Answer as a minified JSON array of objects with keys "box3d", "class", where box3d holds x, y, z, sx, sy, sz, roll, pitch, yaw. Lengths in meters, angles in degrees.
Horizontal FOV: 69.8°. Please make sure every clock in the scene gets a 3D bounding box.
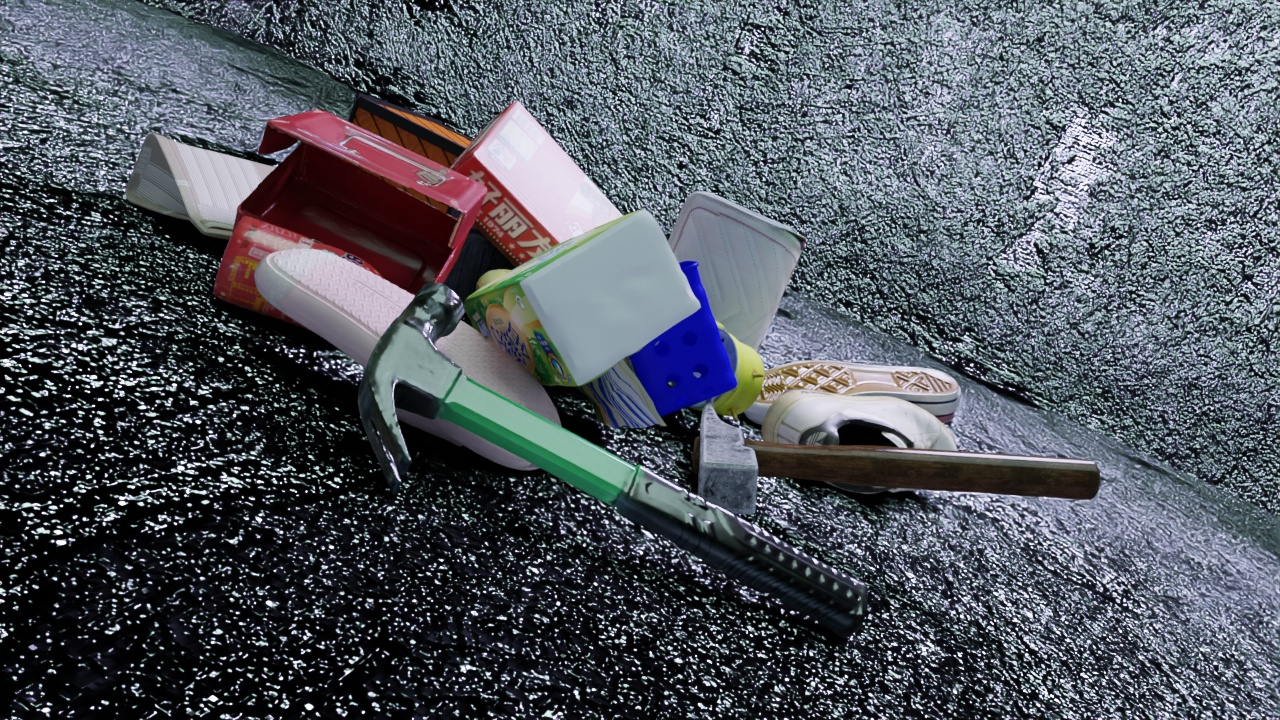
[{"box3d":[0.071,0.007,0.917,0.057,0.083,0.119,20,15,-41],"class":"clock"}]

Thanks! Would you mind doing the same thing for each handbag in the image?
[{"box3d":[0.083,-0.076,1.018,0.142,0.199,0.096,25,11,0],"class":"handbag"},{"box3d":[-0.303,-0.104,0.784,0.198,0.062,0.175,41,19,28],"class":"handbag"}]

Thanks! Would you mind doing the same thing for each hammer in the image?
[{"box3d":[-0.010,0.073,0.524,0.318,0.032,0.130,29,40,-7],"class":"hammer"},{"box3d":[0.192,0.073,0.730,0.300,0.037,0.217,3,13,3],"class":"hammer"}]

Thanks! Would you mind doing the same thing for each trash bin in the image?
[{"box3d":[-0.231,-0.187,1.027,0.172,0.140,0.139,30,13,23],"class":"trash bin"}]

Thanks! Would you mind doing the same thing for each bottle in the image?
[{"box3d":[-0.221,-0.049,0.648,0.137,0.062,0.062,20,13,-19],"class":"bottle"}]

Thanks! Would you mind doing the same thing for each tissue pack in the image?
[{"box3d":[-0.036,-0.012,0.663,0.141,0.120,0.198,61,-13,-11],"class":"tissue pack"}]

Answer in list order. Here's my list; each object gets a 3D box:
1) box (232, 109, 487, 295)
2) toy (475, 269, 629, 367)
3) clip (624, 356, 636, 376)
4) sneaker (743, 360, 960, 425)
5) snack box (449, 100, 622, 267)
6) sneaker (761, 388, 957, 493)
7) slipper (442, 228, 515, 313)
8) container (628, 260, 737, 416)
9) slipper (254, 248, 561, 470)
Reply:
[{"box3d":[-0.218,-0.110,0.726,0.157,0.127,0.136,25,22,-7],"class":"box"},{"box3d":[-0.082,-0.025,0.820,0.170,0.064,0.154,35,2,24],"class":"toy"},{"box3d":[-0.008,0.005,0.940,0.054,0.044,0.101,18,8,35],"class":"clip"},{"box3d":[0.222,0.058,0.987,0.241,0.088,0.118,0,30,-9],"class":"sneaker"},{"box3d":[-0.073,-0.123,0.878,0.236,0.060,0.112,45,38,-21],"class":"snack box"},{"box3d":[0.235,0.085,0.874,0.241,0.089,0.102,12,9,-30],"class":"sneaker"},{"box3d":[-0.151,-0.095,0.921,0.082,0.101,0.263,23,16,30],"class":"slipper"},{"box3d":[0.026,-0.020,0.810,0.084,0.113,0.085,-20,9,-2],"class":"container"},{"box3d":[-0.147,0.001,0.584,0.221,0.056,0.106,35,20,-2],"class":"slipper"}]
